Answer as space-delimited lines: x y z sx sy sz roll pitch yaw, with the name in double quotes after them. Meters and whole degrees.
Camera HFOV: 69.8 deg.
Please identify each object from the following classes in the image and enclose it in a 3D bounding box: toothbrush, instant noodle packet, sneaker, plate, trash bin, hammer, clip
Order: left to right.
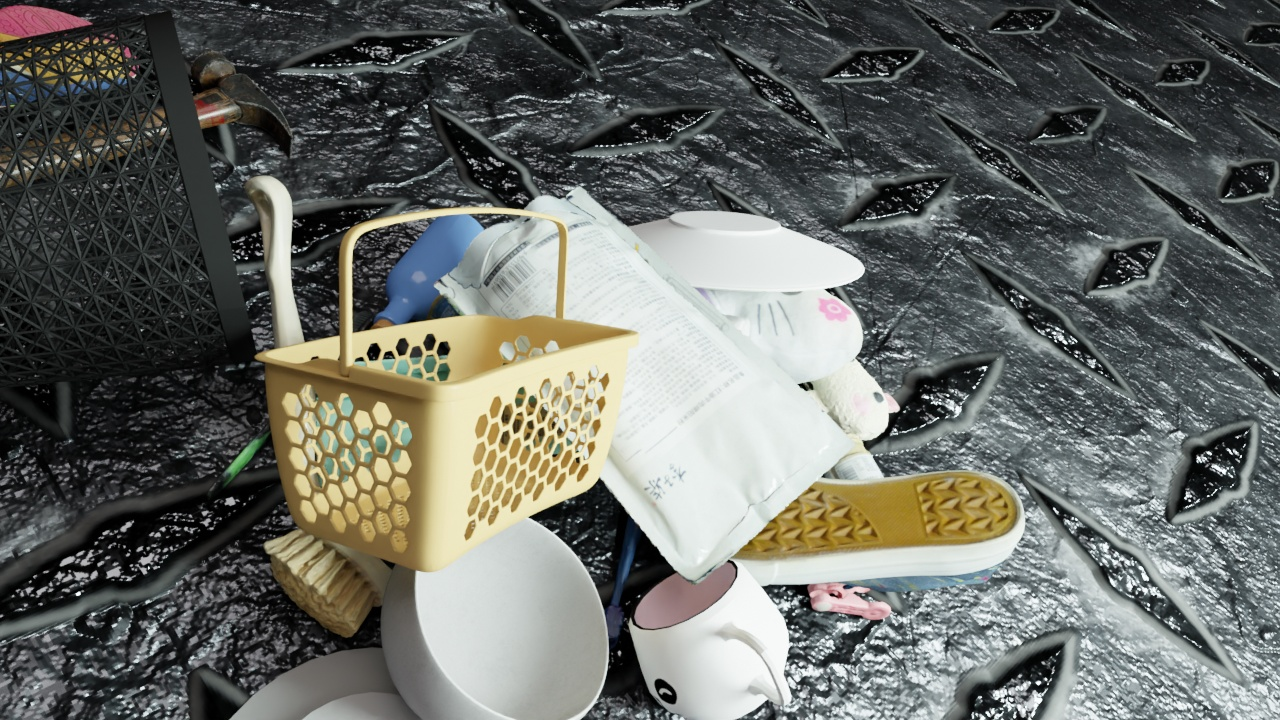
-0.507 -0.217 0.696 0.116 0.091 0.241 44 30 11 "sneaker"
-0.378 -0.078 0.536 0.242 0.217 0.216 -14 57 -22 "trash bin"
-0.430 -0.151 0.691 0.120 0.033 0.329 42 50 16 "hammer"
-0.233 0.024 0.624 0.017 0.014 0.187 18 45 13 "toothbrush"
-0.142 0.228 0.475 0.172 0.019 0.172 10 48 -12 "plate"
-0.004 0.004 0.607 0.146 0.057 0.269 -37 73 -20 "instant noodle packet"
-0.002 0.110 0.632 0.016 0.017 0.189 21 47 -4 "toothbrush"
0.068 -0.100 0.750 0.229 0.030 0.229 3 19 -1 "plate"
0.128 0.125 0.611 0.236 0.079 0.087 -3 42 13 "sneaker"
0.144 0.168 0.636 0.057 0.022 0.035 2 52 -11 "clip"

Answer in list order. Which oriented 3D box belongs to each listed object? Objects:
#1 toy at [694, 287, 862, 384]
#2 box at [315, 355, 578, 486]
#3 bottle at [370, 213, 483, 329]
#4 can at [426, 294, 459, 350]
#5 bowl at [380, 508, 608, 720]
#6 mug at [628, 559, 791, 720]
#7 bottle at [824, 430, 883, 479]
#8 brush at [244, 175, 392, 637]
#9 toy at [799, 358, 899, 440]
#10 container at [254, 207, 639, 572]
0.060 -0.026 0.720 0.209 0.086 0.137 0 24 -12 "toy"
-0.123 0.041 0.616 0.188 0.078 0.079 -4 69 -24 "box"
-0.164 -0.060 0.697 0.048 0.048 0.130 25 47 1 "bottle"
-0.102 -0.030 0.689 0.099 0.054 0.059 -27 70 -37 "can"
-0.087 0.154 0.517 0.131 0.065 0.131 33 33 -25 "bowl"
0.050 0.170 0.532 0.090 0.124 0.076 -31 101 -21 "mug"
0.168 0.105 0.684 0.042 0.043 0.110 -5 51 -24 "bottle"
-0.194 0.025 0.530 0.077 0.062 0.272 -11 87 -55 "brush"
0.163 0.028 0.747 0.112 0.050 0.087 -8 54 -33 "toy"
-0.097 0.002 0.492 0.129 0.167 0.183 11 14 26 "container"
